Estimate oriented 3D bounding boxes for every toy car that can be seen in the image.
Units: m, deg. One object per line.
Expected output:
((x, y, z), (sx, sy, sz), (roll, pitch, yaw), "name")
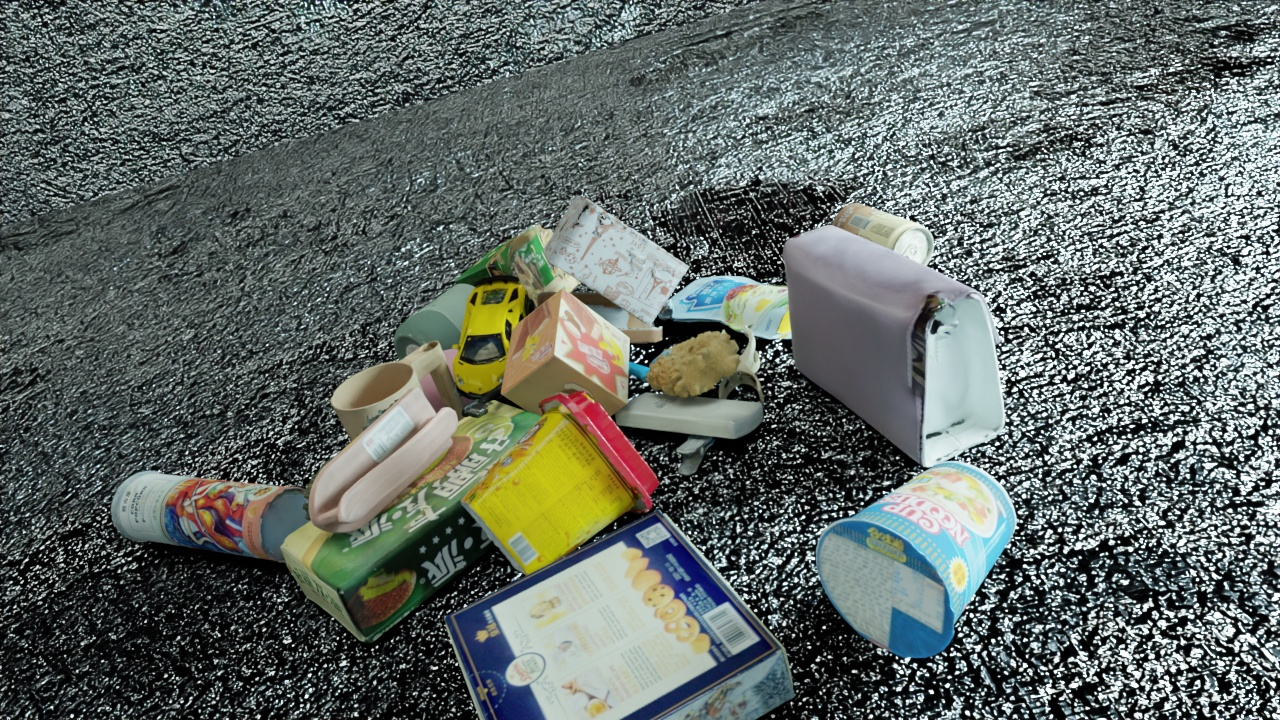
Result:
((-0.154, -0.026, 0.955), (0.071, 0.041, 0.155), (-3, 49, 10), "toy car")

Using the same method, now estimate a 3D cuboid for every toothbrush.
((-0.115, 0.016, 0.907), (0.027, 0.026, 0.212), (16, 23, 17), "toothbrush")

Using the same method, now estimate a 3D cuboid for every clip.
((0.088, 0.010, 0.902), (0.076, 0.034, 0.103), (-4, 39, 19), "clip")
((0.049, 0.080, 0.816), (0.024, 0.028, 0.056), (-1, 22, 23), "clip")

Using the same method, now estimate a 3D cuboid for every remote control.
((0.045, 0.051, 0.850), (0.135, 0.019, 0.056), (4, 18, 35), "remote control")

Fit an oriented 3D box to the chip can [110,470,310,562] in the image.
((-0.410, 0.149, 0.883), (0.215, 0.071, 0.071), (1, 33, 28), "chip can")

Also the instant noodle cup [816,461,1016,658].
((0.186, 0.120, 0.598), (0.109, 0.099, 0.099), (-30, 30, -37), "instant noodle cup")

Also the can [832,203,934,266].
((0.269, -0.137, 1.031), (0.058, 0.058, 0.116), (-25, 30, -15), "can")

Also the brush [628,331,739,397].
((-0.005, 0.005, 0.925), (0.255, 0.046, 0.083), (0, 34, 48), "brush")

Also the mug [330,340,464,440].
((-0.231, 0.056, 0.915), (0.084, 0.104, 0.124), (11, 39, 40), "mug")

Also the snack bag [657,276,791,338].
((0.108, -0.063, 1.013), (0.110, 0.039, 0.191), (-40, 33, -27), "snack bag")

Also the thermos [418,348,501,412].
((-0.204, 0.010, 1.006), (0.199, 0.087, 0.067), (-15, -15, 8), "thermos")

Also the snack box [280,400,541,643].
((-0.177, 0.129, 0.798), (0.239, 0.063, 0.115), (-36, 32, -32), "snack box")

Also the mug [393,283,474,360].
((-0.239, -0.026, 1.099), (0.112, 0.082, 0.106), (-31, 11, 49), "mug")

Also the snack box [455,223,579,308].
((-0.159, -0.093, 1.147), (0.106, 0.118, 0.117), (-12, 26, 35), "snack box")

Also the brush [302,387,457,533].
((-0.215, 0.086, 0.759), (0.073, 0.063, 0.145), (-9, 27, 38), "brush")

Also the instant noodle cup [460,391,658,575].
((-0.069, 0.102, 0.730), (0.123, 0.116, 0.116), (-40, 6, -16), "instant noodle cup")

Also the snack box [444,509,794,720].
((-0.022, 0.196, 0.615), (0.182, 0.046, 0.178), (-25, 29, -14), "snack box")

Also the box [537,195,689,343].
((-0.047, -0.076, 1.015), (0.158, 0.148, 0.181), (-55, 13, 6), "box")

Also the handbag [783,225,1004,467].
((0.209, -0.024, 0.775), (0.098, 0.145, 0.197), (-26, 31, -12), "handbag")

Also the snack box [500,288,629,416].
((-0.069, 0.004, 0.878), (0.077, 0.092, 0.094), (-35, 34, 30), "snack box")
